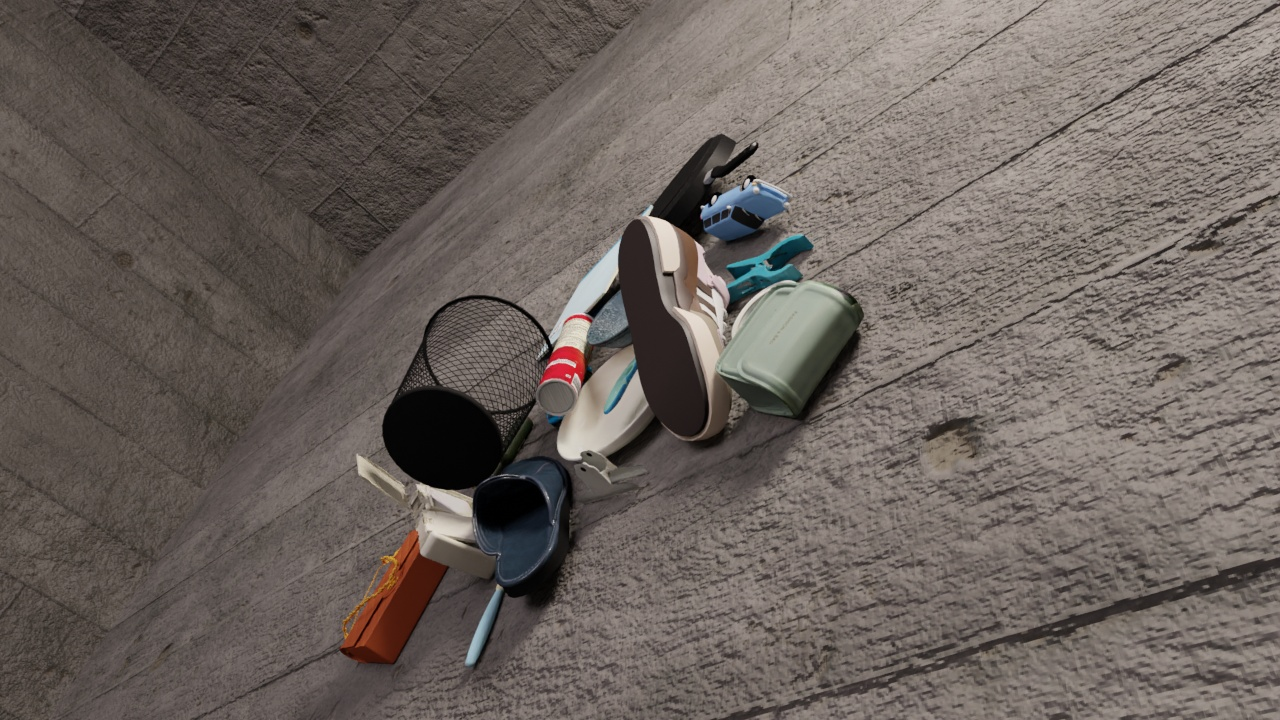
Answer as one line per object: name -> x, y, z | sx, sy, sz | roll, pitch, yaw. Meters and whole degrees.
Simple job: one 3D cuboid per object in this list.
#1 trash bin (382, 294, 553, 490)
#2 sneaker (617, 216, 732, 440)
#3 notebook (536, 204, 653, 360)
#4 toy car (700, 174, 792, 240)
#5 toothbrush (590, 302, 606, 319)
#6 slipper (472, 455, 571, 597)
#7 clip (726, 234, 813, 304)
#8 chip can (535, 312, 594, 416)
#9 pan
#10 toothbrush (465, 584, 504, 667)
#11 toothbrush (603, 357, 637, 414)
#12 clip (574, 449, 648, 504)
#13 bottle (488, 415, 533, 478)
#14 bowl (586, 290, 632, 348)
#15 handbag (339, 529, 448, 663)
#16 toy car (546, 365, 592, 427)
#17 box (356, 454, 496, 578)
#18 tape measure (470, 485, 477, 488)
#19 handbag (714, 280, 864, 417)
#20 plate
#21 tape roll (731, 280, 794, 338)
trash bin -> -0.220, 0.044, 1.161 | 0.184, 0.184, 0.209 | -36, 18, 24
sneaker -> 0.062, -0.033, 1.009 | 0.112, 0.116, 0.293 | -59, 35, 39
notebook -> -0.072, -0.112, 1.382 | 0.254, 0.009, 0.180 | -39, 20, 54
toy car -> 0.130, -0.191, 1.168 | 0.154, 0.056, 0.054 | -11, 61, 66
toothbrush -> -0.060, -0.072, 1.365 | 0.168, 0.014, 0.014 | -37, 59, 28
slipper -> -0.142, 0.158, 1.038 | 0.109, 0.083, 0.265 | -36, 19, 5
clip -> 0.139, -0.091, 1.051 | 0.130, 0.030, 0.119 | -31, 33, 32
chip can -> -0.093, 0.001, 1.195 | 0.052, 0.052, 0.214 | -38, 16, 19
pan -> 0.077, -0.247, 1.285 | 0.225, 0.034, 0.357 | -56, 10, -16
toothbrush -> -0.162, 0.266, 1.008 | 0.022, 0.016, 0.154 | -58, 11, 43
toothbrush -> -0.006, 0.006, 1.062 | 0.135, 0.017, 0.022 | -55, 26, -18
clip -> -0.040, 0.117, 0.995 | 0.102, 0.059, 0.052 | -22, 15, 43
bottle -> -0.180, 0.122, 1.254 | 0.025, 0.025, 0.105 | -15, 39, 51
bowl -> -0.001, -0.052, 1.178 | 0.137, 0.057, 0.136 | -38, 21, 17
handbag -> -0.317, 0.296, 1.176 | 0.109, 0.060, 0.171 | -24, 32, 50
toy car -> -0.098, 0.042, 1.232 | 0.048, 0.032, 0.105 | -27, 29, 40
box -> -0.253, 0.178, 1.082 | 0.044, 0.184, 0.143 | -59, 28, 7
tape measure -> -0.224, 0.132, 1.267 | 0.072, 0.042, 0.071 | -85, 13, -76
handbag -> 0.141, -0.014, 0.874 | 0.121, 0.067, 0.106 | -52, 25, -12
plate -> -0.023, 0.052, 1.085 | 0.183, 0.034, 0.182 | -38, 25, 21
tape roll -> 0.138, -0.048, 0.996 | 0.093, 0.013, 0.092 | -37, 26, 21
